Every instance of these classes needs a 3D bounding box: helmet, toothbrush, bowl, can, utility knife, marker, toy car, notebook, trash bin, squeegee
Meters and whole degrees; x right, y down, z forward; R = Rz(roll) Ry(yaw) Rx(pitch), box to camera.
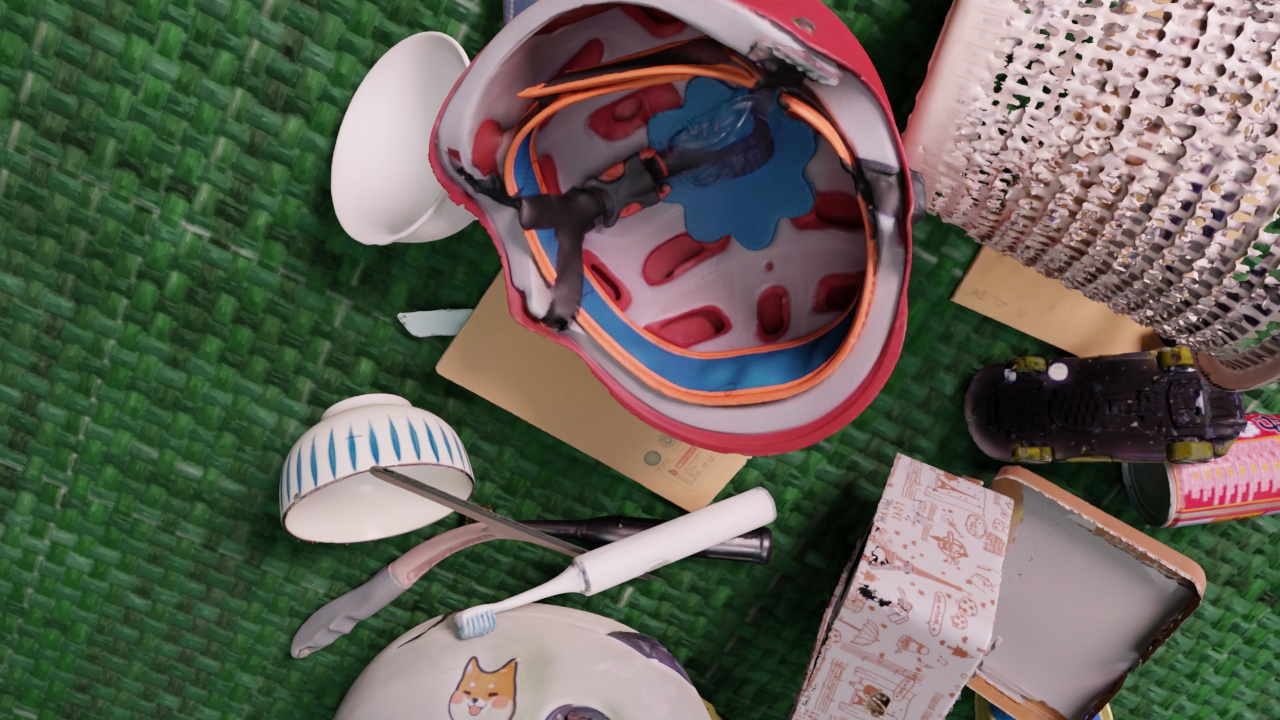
[{"bbox_3d":[-0.079,0.242,0.609,0.274,0.156,0.231,-6,150,-10],"label":"helmet"},{"bbox_3d":[-0.012,0.129,0.590,0.220,0.026,0.027,-17,145,-20],"label":"toothbrush"},{"bbox_3d":[-0.110,-0.112,0.509,0.064,0.118,0.118,16,118,-49],"label":"bowl"},{"bbox_3d":[0.302,0.288,0.691,0.083,0.057,0.102,-8,112,6],"label":"can"},{"bbox_3d":[-0.050,-0.029,0.575,0.204,0.018,0.034,-3,120,0],"label":"utility knife"},{"bbox_3d":[0.373,0.070,0.593,0.094,0.066,0.066,-9,112,4],"label":"can"},{"bbox_3d":[-0.168,0.063,0.577,0.116,0.066,0.117,-15,154,-8],"label":"bowl"},{"bbox_3d":[0.091,0.320,0.729,0.031,0.021,0.206,-38,112,20],"label":"utility knife"},{"bbox_3d":[0.035,-0.084,0.457,0.207,0.143,0.240,-14,120,30],"label":"helmet"},{"bbox_3d":[0.385,-0.036,0.564,0.132,0.022,0.020,-17,80,-2],"label":"marker"},{"bbox_3d":[-0.016,0.118,0.635,0.212,0.026,0.027,6,123,-2],"label":"toothbrush"},{"bbox_3d":[0.285,0.030,0.571,0.158,0.042,0.070,-1,78,19],"label":"toy car"},{"bbox_3d":[0.305,-0.099,0.553,0.149,0.012,0.212,22,111,-8],"label":"notebook"},{"bbox_3d":[0.236,-0.122,0.441,0.192,0.227,0.228,21,112,11],"label":"trash bin"},{"bbox_3d":[-0.158,0.149,0.629,0.250,0.040,0.247,-30,140,25],"label":"squeegee"},{"bbox_3d":[-0.003,0.003,0.579,0.207,0.008,0.148,31,115,-17],"label":"notebook"}]

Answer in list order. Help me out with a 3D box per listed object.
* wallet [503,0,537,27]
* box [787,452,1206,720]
[{"bbox_3d":[-0.019,-0.170,0.511,0.115,0.033,0.090,2,116,-2],"label":"wallet"},{"bbox_3d":[0.215,0.182,0.570,0.193,0.156,0.183,23,130,15],"label":"box"}]
